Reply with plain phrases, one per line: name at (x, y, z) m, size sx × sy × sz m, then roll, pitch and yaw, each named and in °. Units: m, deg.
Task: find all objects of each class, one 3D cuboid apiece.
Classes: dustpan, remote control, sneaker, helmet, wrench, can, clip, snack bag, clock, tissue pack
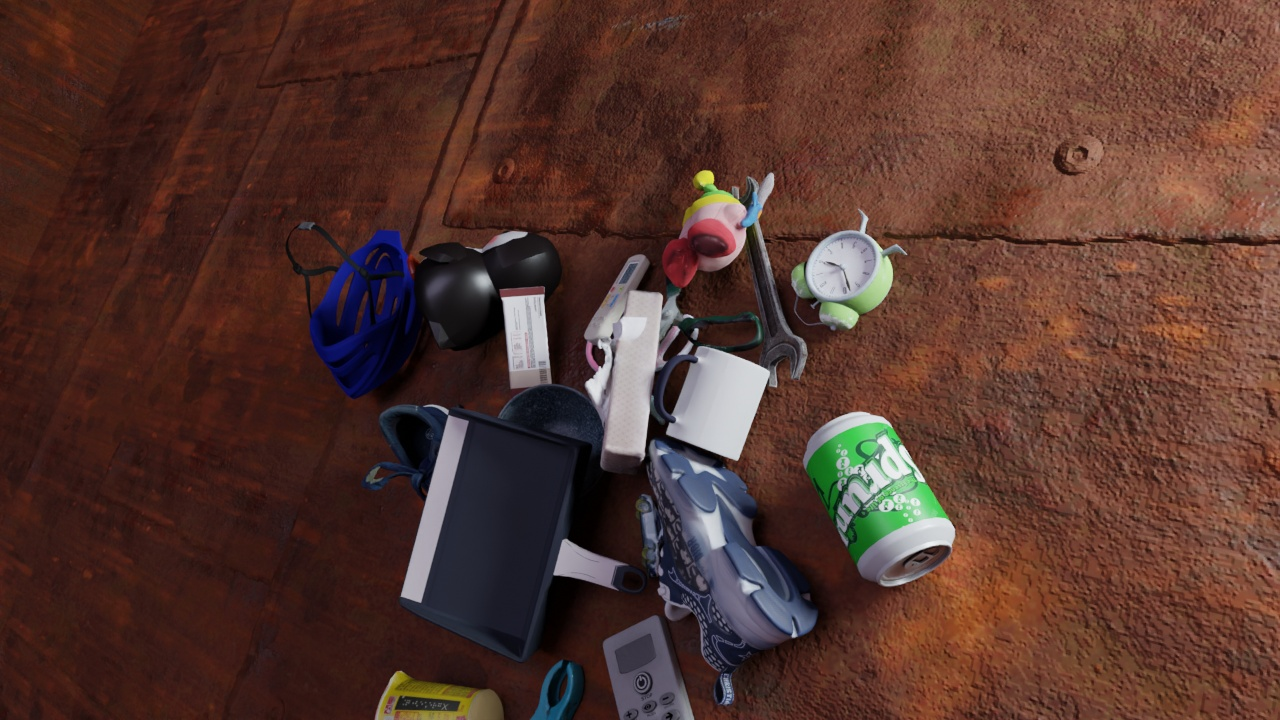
dustpan at (-0.120, 0.196, 0.984) m, size 0.273 × 0.080 × 0.236 m, roll 14°, pitch 89°, yaw 8°
remote control at (-0.028, -0.074, 1.106) m, size 0.038 × 0.018 × 0.125 m, roll 4°, pitch 61°, yaw 58°
sneaker at (0.055, 0.192, 0.896) m, size 0.133 × 0.103 × 0.269 m, roll -57°, pitch 40°, yaw 23°
helmet at (-0.402, -0.083, 1.263) m, size 0.148 × 0.227 × 0.241 m, roll 7°, pitch 72°, yaw 28°
wrench at (0.133, -0.091, 1.001) m, size 0.070 × 0.010 × 0.272 m, roll -46°, pitch 43°, yaw 46°
sneaker at (-0.219, 0.151, 1.079) m, size 0.294 × 0.127 × 0.121 m, roll 42°, pitch 96°, yaw 28°
can at (0.209, 0.121, 0.812) m, size 0.088 × 0.087 × 0.139 m, roll -37°, pitch 52°, yaw 17°
remote control at (0.010, 0.335, 0.905) m, size 0.074 × 0.019 × 0.151 m, roll -32°, pitch 54°, yaw 21°
clip at (-0.097, 0.371, 0.965) m, size 0.097 × 0.026 × 0.116 m, roll 10°, pitch 76°, yaw 36°
snack bag at (-0.139, -0.011, 1.127) m, size 0.057 × 0.013 × 0.158 m, roll -6°, pitch 85°, yaw -11°
clock at (0.207, -0.083, 0.937) m, size 0.119 × 0.042 × 0.094 m, roll -42°, pitch 50°, yaw 13°
tissue pack at (-0.017, 0.020, 0.964) m, size 0.071 × 0.104 × 0.181 m, roll 10°, pitch 71°, yaw 2°

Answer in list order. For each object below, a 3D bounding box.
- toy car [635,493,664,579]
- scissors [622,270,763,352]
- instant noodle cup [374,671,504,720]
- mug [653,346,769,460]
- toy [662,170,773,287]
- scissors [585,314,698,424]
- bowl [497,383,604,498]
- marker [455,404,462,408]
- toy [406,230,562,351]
toy car at (0.012, 0.184, 0.963) m, size 0.027 × 0.039 × 0.089 m, roll -5°, pitch 62°, yaw -5°
scissors at (0.071, -0.069, 1.034) m, size 0.206 × 0.015 × 0.201 m, roll 20°, pitch 77°, yaw 42°
instant noodle cup at (-0.214, 0.397, 1.000) m, size 0.113 × 0.100 × 0.100 m, roll -9°, pitch 64°, yaw 22°
mug at (0.065, 0.038, 0.936) m, size 0.079 × 0.112 × 0.097 m, roll 14°, pitch 83°, yaw 66°
toy at (0.081, -0.158, 1.012) m, size 0.124 × 0.097 × 0.131 m, roll -41°, pitch 5°, yaw 45°
scissors at (-0.001, 0.005, 1.068) m, size 0.177 × 0.013 × 0.170 m, roll -43°, pitch 49°, yaw 11°
bowl at (-0.098, 0.096, 1.057) m, size 0.137 × 0.057 × 0.137 m, roll 0°, pitch 87°, yaw 8°
marker at (-0.223, 0.119, 1.181) m, size 0.011 × 0.011 × 0.152 m, roll -33°, pitch 54°, yaw 20°
toy at (-0.188, -0.093, 1.174) m, size 0.184 × 0.159 × 0.140 m, roll -23°, pitch 45°, yaw 5°
